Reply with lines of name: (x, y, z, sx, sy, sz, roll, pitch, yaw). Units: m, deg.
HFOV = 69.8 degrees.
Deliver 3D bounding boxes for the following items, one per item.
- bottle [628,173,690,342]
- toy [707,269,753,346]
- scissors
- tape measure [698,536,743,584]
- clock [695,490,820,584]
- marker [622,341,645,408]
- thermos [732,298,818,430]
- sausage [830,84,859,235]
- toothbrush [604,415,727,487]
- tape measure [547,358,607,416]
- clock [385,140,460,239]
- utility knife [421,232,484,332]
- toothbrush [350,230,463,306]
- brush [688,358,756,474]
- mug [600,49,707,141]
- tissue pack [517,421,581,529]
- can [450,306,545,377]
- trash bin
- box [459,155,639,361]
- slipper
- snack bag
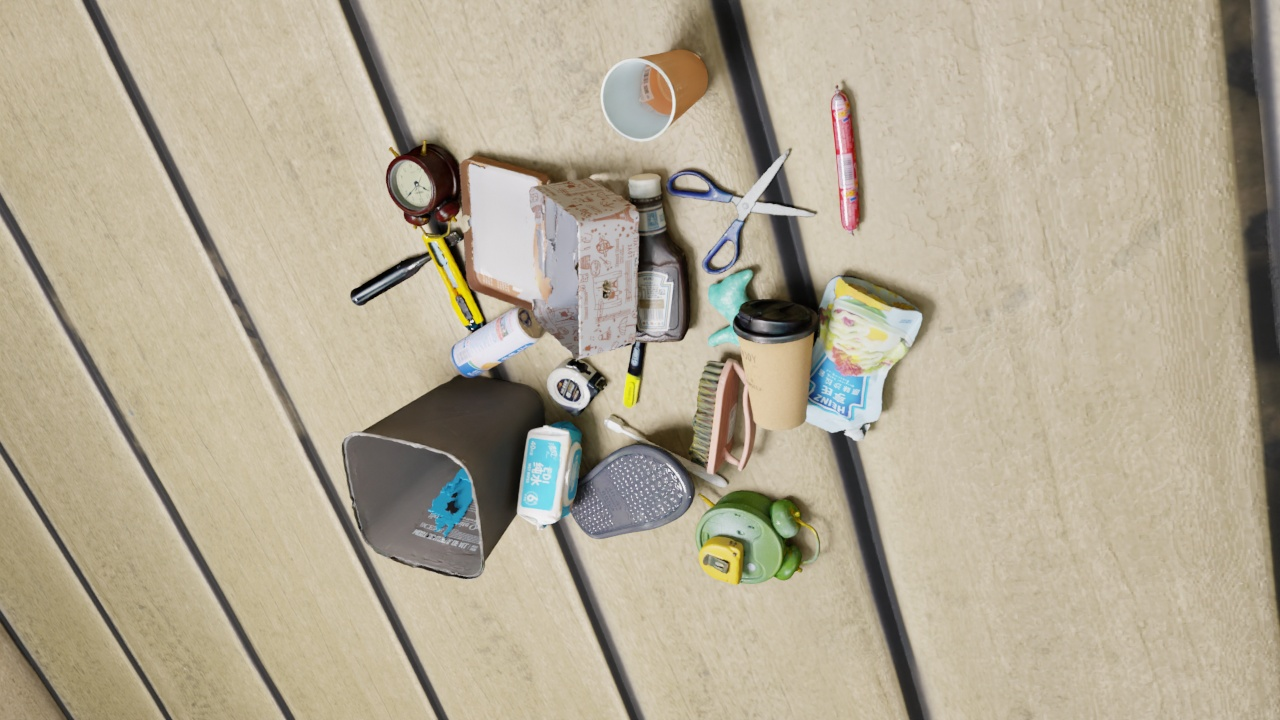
bottle: (0.014, -0.117, 1.062, 0.080, 0.043, 0.195, 0, 115, 15)
toy: (0.108, -0.051, 1.060, 0.097, 0.030, 0.092, -22, 102, 36)
scissors: (0.103, -0.167, 1.010, 0.162, 0.012, 0.176, 31, 125, 9)
tape measure: (0.102, 0.252, 1.156, 0.057, 0.028, 0.060, 12, 120, 22)
clock: (0.149, 0.226, 1.172, 0.161, 0.056, 0.116, 7, 119, 24)
marker: (-0.007, 0.007, 1.157, 0.018, 0.015, 0.124, 16, 121, 12)
thermos: (0.151, 0.002, 1.017, 0.093, 0.092, 0.143, 6, 119, 24)
sausage: (0.209, -0.201, 0.934, 0.020, 0.020, 0.156, 1, 117, 26)
toothbrush: (0.034, 0.119, 1.199, 0.180, 0.016, 0.016, 28, 127, 8)
tape measure: (-0.086, 0.031, 1.199, 0.066, 0.033, 0.066, 42, 125, -2)
clock: (-0.267, -0.211, 1.143, 0.082, 0.055, 0.122, -3, 112, 27)
utility knife: (-0.246, -0.100, 1.206, 0.033, 0.015, 0.154, -12, 119, 20)
toothbrush: (-0.315, -0.124, 1.233, 0.213, 0.026, 0.027, -24, 122, 31)
brush: (0.104, 0.064, 1.104, 0.073, 0.063, 0.146, 17, 121, 22)
mug: (0.020, -0.274, 0.925, 0.078, 0.122, 0.078, 11, 120, 20)
tissue pack: (-0.117, 0.150, 1.213, 0.063, 0.090, 0.140, 8, 89, 9)
can: (-0.188, -0.025, 1.206, 0.135, 0.053, 0.053, -26, 102, 34)
trash bin: (-0.243, 0.140, 1.222, 0.199, 0.219, 0.199, 10, 119, 21)
box: (-0.113, -0.131, 1.091, 0.272, 0.106, 0.178, 28, 128, 38)
slipper: (-0.006, 0.165, 1.212, 0.269, 0.083, 0.110, -32, 87, 52)
snack bag: (0.231, 0.003, 1.024, 0.110, 0.038, 0.191, 23, 126, 11)
